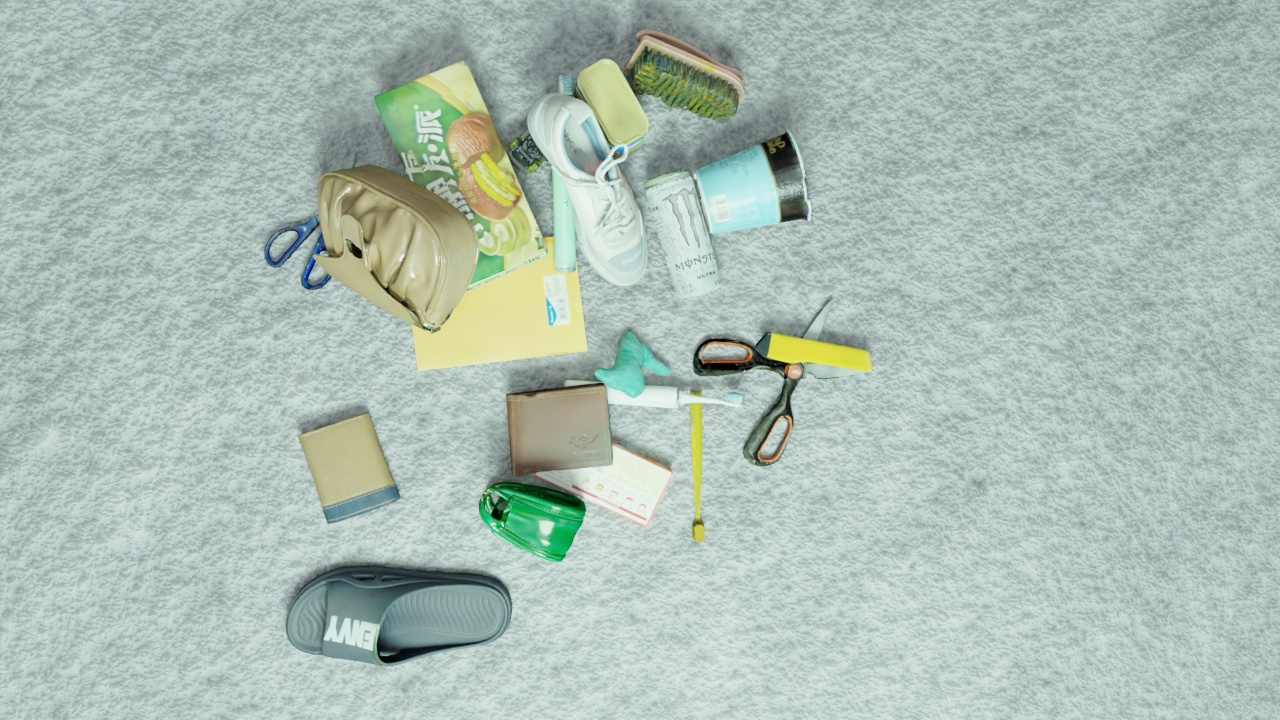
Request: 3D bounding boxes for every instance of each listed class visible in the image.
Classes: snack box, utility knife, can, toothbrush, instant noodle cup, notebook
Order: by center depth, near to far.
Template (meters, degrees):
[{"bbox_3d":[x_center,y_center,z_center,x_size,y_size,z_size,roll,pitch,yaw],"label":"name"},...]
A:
[{"bbox_3d":[-0.203,-0.209,1.059,0.114,0.063,0.240,-23,94,-4],"label":"snack box"},{"bbox_3d":[-0.035,-0.291,1.062,0.057,0.083,0.102,-32,97,-3],"label":"can"},{"bbox_3d":[-0.089,-0.213,1.064,0.027,0.026,0.225,-4,106,-16],"label":"toothbrush"},{"bbox_3d":[0.129,-0.203,1.082,0.120,0.111,0.111,-15,96,5],"label":"instant noodle cup"},{"bbox_3d":[0.051,-0.150,1.096,0.058,0.058,0.147,-17,96,-4],"label":"can"},{"bbox_3d":[-0.174,-0.069,1.105,0.206,0.010,0.146,-7,95,-5],"label":"notebook"},{"bbox_3d":[0.017,0.043,1.116,0.221,0.026,0.026,4,107,-1],"label":"toothbrush"},{"bbox_3d":[-0.045,0.137,1.127,0.156,0.027,0.077,26,92,-7],"label":"snack box"},{"bbox_3d":[0.214,-0.008,1.129,0.153,0.015,0.033,10,96,-9],"label":"utility knife"},{"bbox_3d":[0.071,0.133,1.143,0.015,0.016,0.190,-2,95,-6],"label":"toothbrush"}]

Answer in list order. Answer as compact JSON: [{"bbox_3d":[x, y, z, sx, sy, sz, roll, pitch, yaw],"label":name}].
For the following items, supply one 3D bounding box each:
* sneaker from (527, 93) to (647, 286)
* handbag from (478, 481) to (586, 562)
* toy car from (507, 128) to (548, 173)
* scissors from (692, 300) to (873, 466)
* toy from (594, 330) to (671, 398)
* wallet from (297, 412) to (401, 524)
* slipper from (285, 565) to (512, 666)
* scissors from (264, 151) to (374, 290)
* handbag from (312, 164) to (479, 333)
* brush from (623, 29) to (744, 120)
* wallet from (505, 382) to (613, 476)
[{"bbox_3d":[-0.038,-0.188,1.032,0.089,0.091,0.242,-39,123,-20],"label":"sneaker"},{"bbox_3d":[-0.128,0.179,1.071,0.120,0.131,0.068,24,88,-4],"label":"handbag"},{"bbox_3d":[-0.115,-0.260,1.081,0.091,0.036,0.043,-43,99,-3],"label":"toy car"},{"bbox_3d":[0.173,0.025,1.141,0.234,0.021,0.221,10,94,-6],"label":"scissors"},{"bbox_3d":[-0.007,0.006,1.101,0.096,0.030,0.091,30,48,-20],"label":"toy"},{"bbox_3d":[-0.348,0.129,1.095,0.090,0.033,0.115,-19,96,-6],"label":"wallet"},{"bbox_3d":[-0.288,0.305,1.091,0.268,0.083,0.110,0,93,-7],"label":"slipper"},{"bbox_3d":[-0.363,-0.159,1.078,0.171,0.012,0.140,-26,95,-4],"label":"scissors"},{"bbox_3d":[-0.278,-0.125,1.004,0.204,0.099,0.148,28,122,27],"label":"handbag"},{"bbox_3d":[0.058,-0.335,1.075,0.145,0.063,0.073,15,64,-19],"label":"brush"},{"bbox_3d":[-0.096,0.083,1.088,0.124,0.032,0.101,-6,97,-3],"label":"wallet"}]
